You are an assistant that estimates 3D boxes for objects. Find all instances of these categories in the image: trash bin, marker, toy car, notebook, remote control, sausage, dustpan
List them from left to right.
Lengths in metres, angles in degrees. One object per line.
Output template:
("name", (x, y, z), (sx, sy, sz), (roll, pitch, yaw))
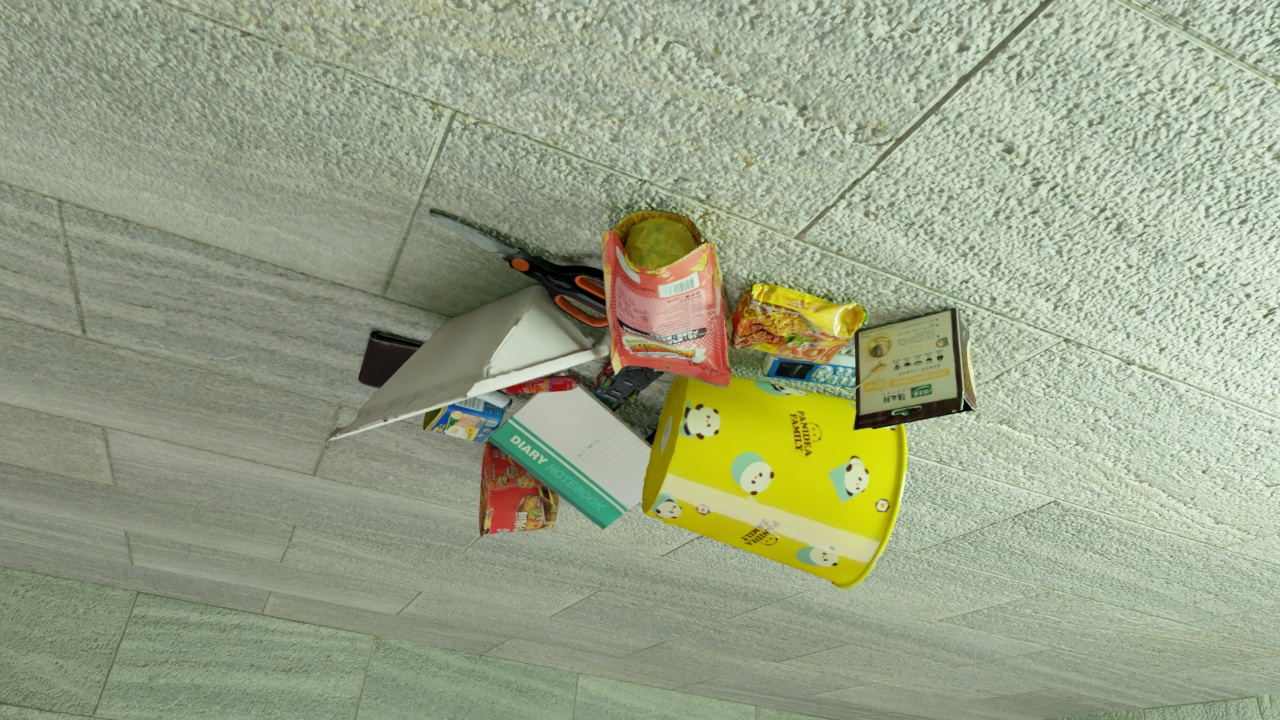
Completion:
("marker", (-0.222, 0.032, 1.160), (0.130, 0.018, 0.023), (25, 167, -26))
("dustpan", (-0.157, 0.030, 0.990), (0.223, 0.272, 0.139), (-15, 120, 38))
("sausage", (-0.131, 0.030, 1.143), (0.156, 0.020, 0.020), (-4, 152, 41))
("notebook", (-0.074, 0.121, 1.198), (0.209, 0.012, 0.151), (41, 115, -17))
("toy car", (-0.006, 0.006, 1.073), (0.053, 0.045, 0.121), (24, 139, -30))
("trash bin", (0.148, 0.129, 1.095), (0.255, 0.229, 0.230), (16, 150, -6))
("remote control", (0.205, 0.008, 1.053), (0.125, 0.024, 0.049), (7, 151, -3))

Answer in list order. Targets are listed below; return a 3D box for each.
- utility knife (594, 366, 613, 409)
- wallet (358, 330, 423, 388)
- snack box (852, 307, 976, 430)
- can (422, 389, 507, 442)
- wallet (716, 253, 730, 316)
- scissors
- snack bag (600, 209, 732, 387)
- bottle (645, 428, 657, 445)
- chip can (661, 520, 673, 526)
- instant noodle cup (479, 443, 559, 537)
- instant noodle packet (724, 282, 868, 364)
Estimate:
("utility knife", (-0.045, 0.047, 1.186), (0.029, 0.013, 0.172), (7, 151, -3))
("wallet", (-0.302, 0.006, 1.163), (0.096, 0.020, 0.123), (11, 150, -19))
("snack box", (0.280, 0.017, 0.948), (0.113, 0.125, 0.053), (-15, 145, 33))
("can", (-0.233, 0.066, 1.219), (0.083, 0.057, 0.102), (17, 150, -23))
("wallet", (0.030, -0.078, 0.942), (0.115, 0.020, 0.101), (2, 152, 15))
("scissors", (-0.100, -0.104, 0.915), (0.125, 0.021, 0.235), (-18, 136, 36))
("snack bag", (0.024, -0.048, 0.901), (0.129, 0.073, 0.208), (6, 143, 12))
("bottle", (0.032, 0.140, 1.284), (0.080, 0.043, 0.195), (49, 145, 2))
("chip can", (0.136, 0.205, 1.375), (0.222, 0.072, 0.072), (-10, 147, 28))
("instant noodle cup", (-0.181, 0.194, 1.373), (0.108, 0.137, 0.138), (4, 153, -14))
("instant noodle packet", (0.160, -0.035, 0.966), (0.128, 0.044, 0.111), (11, 155, -8))
